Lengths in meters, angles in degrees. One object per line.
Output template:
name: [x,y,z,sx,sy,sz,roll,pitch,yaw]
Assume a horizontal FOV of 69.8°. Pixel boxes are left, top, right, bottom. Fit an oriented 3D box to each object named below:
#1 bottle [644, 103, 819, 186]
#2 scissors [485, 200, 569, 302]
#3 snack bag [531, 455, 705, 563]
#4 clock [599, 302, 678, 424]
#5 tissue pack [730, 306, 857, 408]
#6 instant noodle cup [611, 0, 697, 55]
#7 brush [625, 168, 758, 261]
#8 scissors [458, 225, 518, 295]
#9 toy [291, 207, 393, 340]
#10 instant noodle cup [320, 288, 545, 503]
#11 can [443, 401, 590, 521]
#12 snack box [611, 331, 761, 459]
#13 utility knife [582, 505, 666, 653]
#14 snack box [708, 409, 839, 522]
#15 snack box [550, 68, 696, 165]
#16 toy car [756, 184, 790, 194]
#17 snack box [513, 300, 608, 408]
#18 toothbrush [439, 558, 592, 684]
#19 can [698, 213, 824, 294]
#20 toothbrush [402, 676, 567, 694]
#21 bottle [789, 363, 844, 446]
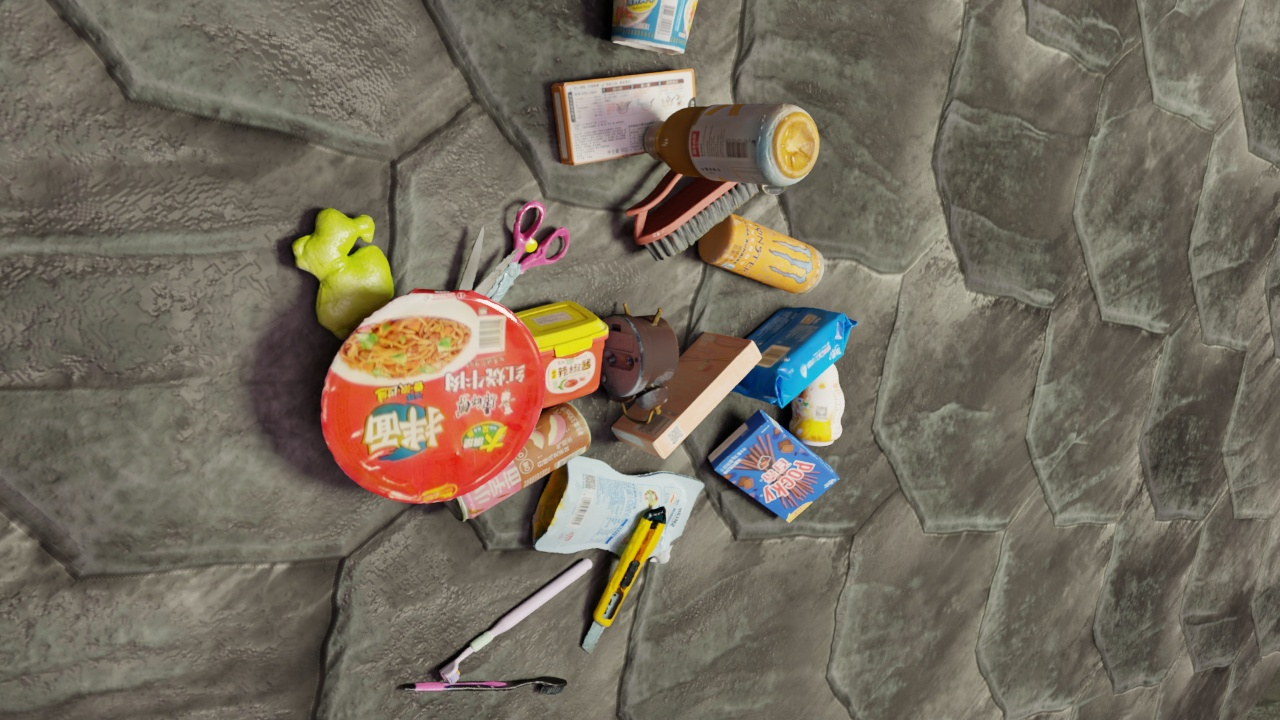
bottle: [0.074,-0.196,0.828,0.067,0.190,0.068,-11,109,-35]
scissors: [-0.114,-0.080,0.869,0.077,0.017,0.137,32,86,-44]
snack bag: [-0.020,0.163,0.977,0.190,0.039,0.110,16,93,-38]
clock: [-0.005,0.005,0.924,0.055,0.082,0.122,-9,104,-40]
tissue pack: [0.166,-0.006,1.035,0.156,0.095,0.052,-39,122,-24]
instant noodle cup: [0.016,-0.346,0.851,0.099,0.099,0.110,-1,108,-35]
brush: [0.047,-0.164,0.933,0.145,0.063,0.069,-40,117,-20]
scissors: [-0.171,-0.030,0.835,0.159,0.014,0.171,-23,115,-27]
toy: [-0.243,-0.073,0.767,0.100,0.031,0.096,44,73,-34]
instant noodle cup: [-0.181,0.023,0.791,0.193,0.066,0.194,-12,117,-25]
can: [-0.120,0.094,0.877,0.147,0.058,0.058,-29,116,-27]
snack box: [0.048,0.033,0.965,0.157,0.084,0.026,-44,119,-19]
utility knife: [-0.018,0.239,0.987,0.033,0.015,0.193,16,106,-35]
snack box: [0.159,0.128,1.084,0.085,0.026,0.157,-44,126,12]
snack box: [-0.011,-0.239,0.894,0.153,0.026,0.075,-17,111,-31]
toy car: [0.148,-0.228,1.005,0.042,0.035,0.090,-3,109,-33]
snack box: [-0.084,-0.005,0.871,0.091,0.082,0.080,-17,124,-30]
toothbrush: [-0.123,0.263,0.940,0.188,0.029,0.021,-35,81,-25]
can: [0.133,-0.116,1.006,0.145,0.058,0.058,14,93,-37]
toothbrush: [-0.156,0.335,0.939,0.189,0.014,0.018,13,105,-36]
bottle: [0.212,0.045,1.098,0.063,0.063,0.108,-6,105,-34]
